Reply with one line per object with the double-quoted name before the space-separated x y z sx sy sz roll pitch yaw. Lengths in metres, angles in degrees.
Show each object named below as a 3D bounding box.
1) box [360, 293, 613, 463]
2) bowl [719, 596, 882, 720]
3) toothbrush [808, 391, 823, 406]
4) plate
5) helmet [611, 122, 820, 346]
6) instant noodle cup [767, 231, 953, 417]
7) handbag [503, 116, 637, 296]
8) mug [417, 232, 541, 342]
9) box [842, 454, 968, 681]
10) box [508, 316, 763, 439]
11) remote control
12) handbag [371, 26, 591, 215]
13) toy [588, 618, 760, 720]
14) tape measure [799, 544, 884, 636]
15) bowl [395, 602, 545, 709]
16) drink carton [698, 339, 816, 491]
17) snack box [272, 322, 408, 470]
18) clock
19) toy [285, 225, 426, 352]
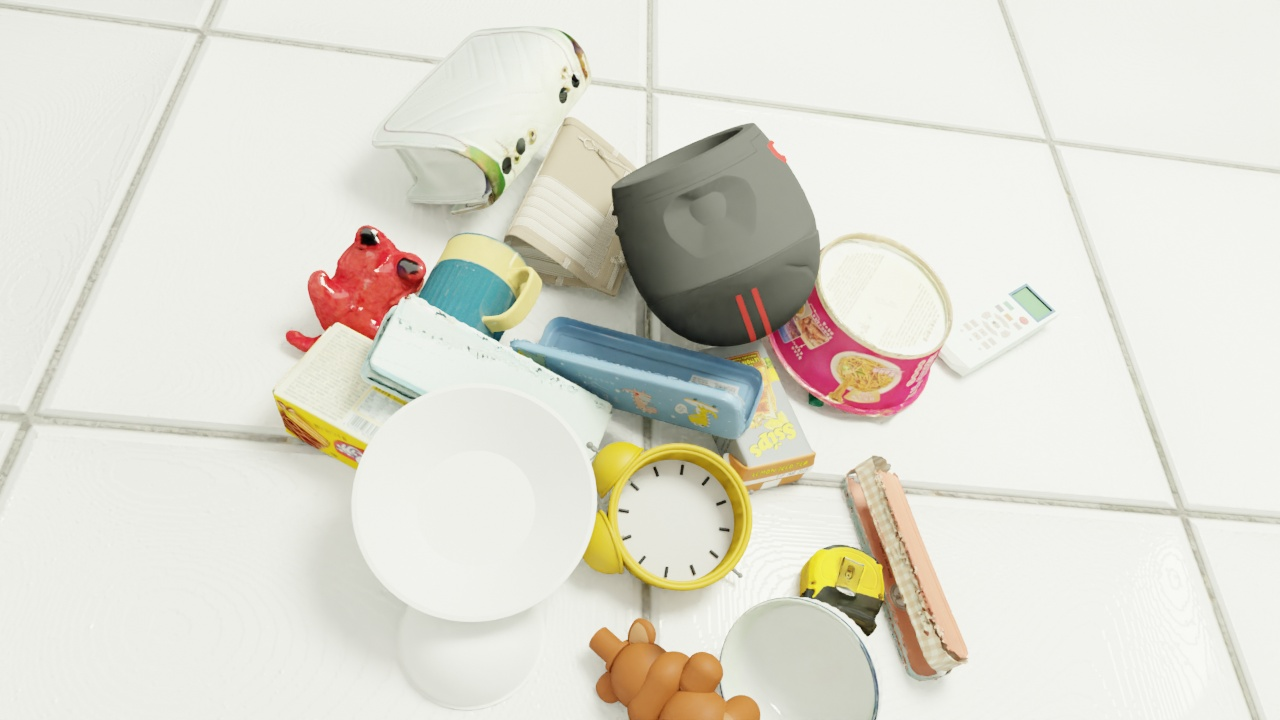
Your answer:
"box" -0.121 0.027 0.736 0.199 0.066 0.083 31 84 -22
"bowl" 0.123 0.227 0.666 0.118 0.118 0.062 51 21 23
"toothbrush" 0.176 -0.037 0.899 0.016 0.017 0.189 13 54 -5
"plate" -0.121 0.105 0.679 0.174 0.036 0.173 3 69 -9
"helmet" 0.070 -0.100 0.801 0.164 0.264 0.170 -23 104 6
"instant noodle cup" 0.212 -0.044 0.858 0.178 0.078 0.178 9 57 -14
"handbag" -0.018 -0.131 0.917 0.198 0.062 0.175 23 55 -5
"mug" -0.141 -0.048 0.797 0.114 0.083 0.107 -4 47 32
"box" 0.214 0.170 0.760 0.058 0.063 0.188 15 47 -32
"box" -0.003 0.002 0.776 0.209 0.078 0.073 14 63 18
"remote control" 0.354 -0.031 0.922 0.143 0.024 0.049 -27 64 -23
"handbag" -0.148 -0.240 0.911 0.142 0.096 0.198 12 54 31
"toy" 0.018 0.239 0.658 0.128 0.065 0.095 34 97 31
"tape measure" 0.162 0.179 0.735 0.065 0.037 0.064 21 55 5
"bowl" -0.123 0.193 0.671 0.110 0.041 0.109 5 55 -7
"drink carton" 0.095 0.049 0.806 0.076 0.049 0.124 -10 58 -17
"snack box" -0.228 0.035 0.748 0.106 0.061 0.083 27 56 8
"clock" 0.015 0.123 0.729 0.152 0.052 0.113 11 72 -4
"toy" -0.250 -0.051 0.818 0.133 0.094 0.088 -44 101 -6
